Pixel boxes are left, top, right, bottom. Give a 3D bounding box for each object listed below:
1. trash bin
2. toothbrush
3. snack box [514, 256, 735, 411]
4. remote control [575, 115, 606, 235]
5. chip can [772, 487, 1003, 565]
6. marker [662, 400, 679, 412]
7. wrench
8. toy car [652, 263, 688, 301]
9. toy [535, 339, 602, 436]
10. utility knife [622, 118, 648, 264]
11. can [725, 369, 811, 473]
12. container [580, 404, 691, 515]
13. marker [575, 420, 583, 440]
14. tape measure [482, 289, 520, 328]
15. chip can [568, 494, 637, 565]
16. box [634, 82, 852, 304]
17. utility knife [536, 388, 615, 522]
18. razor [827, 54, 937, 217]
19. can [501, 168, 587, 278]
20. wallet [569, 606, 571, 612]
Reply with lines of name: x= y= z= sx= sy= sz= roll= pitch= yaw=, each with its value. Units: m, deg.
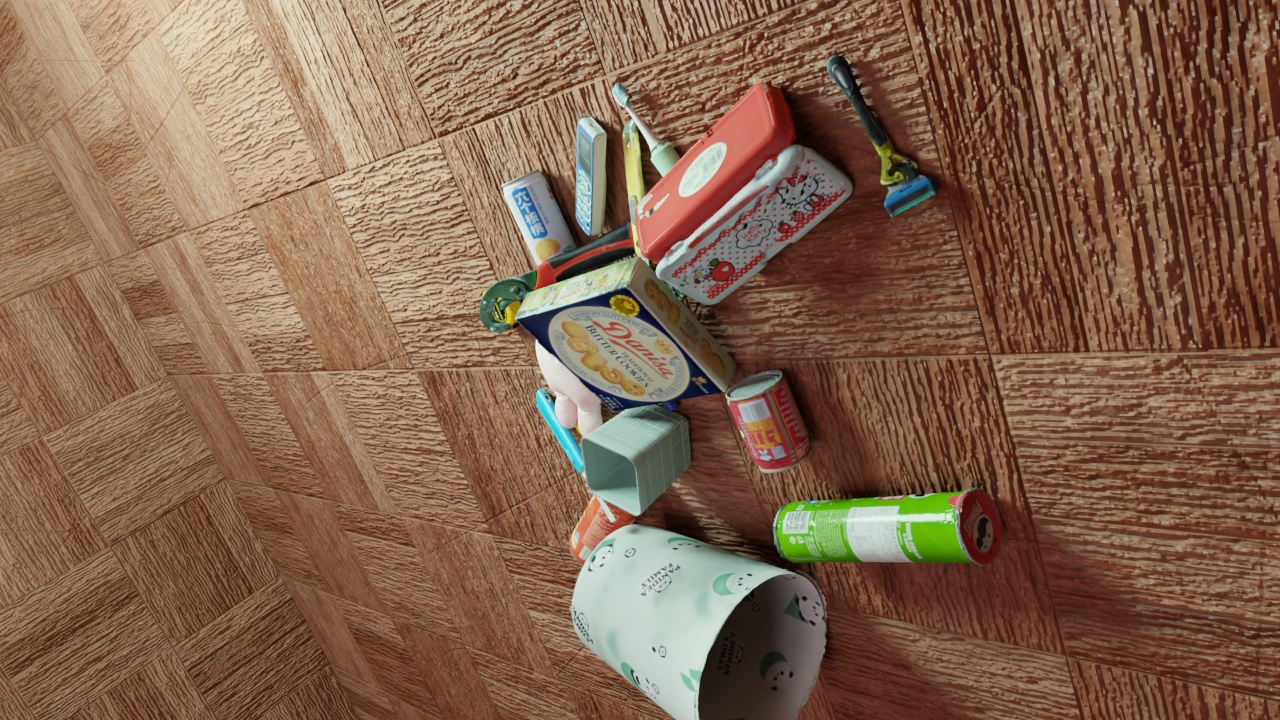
trash bin: x=0.062 y=0.329 z=1.142 sx=0.252 sy=0.228 sz=0.230 roll=15 pitch=127 yaw=47
toothbrush: x=0.039 y=-0.187 z=0.930 sx=0.224 sy=0.026 sz=0.027 roll=55 pitch=164 yaw=1
snack box: x=-0.018 y=-0.022 z=1.025 sx=0.183 sy=0.045 sz=0.178 roll=-13 pitch=133 yaw=43
remote control: x=-0.054 y=-0.201 z=1.009 sx=0.049 sy=0.024 sz=0.125 roll=-125 pitch=29 yaw=-45
chip can: x=0.245 y=0.173 z=0.944 sx=0.237 sy=0.072 sz=0.072 roll=-15 pitch=106 yaw=50
marker: x=-0.007 y=0.007 z=1.128 sx=0.146 sy=0.016 sz=0.017 roll=47 pitch=141 yaw=10
wrench: x=-0.087 y=-0.102 z=1.060 sx=0.274 sy=0.016 sz=0.056 roll=-25 pitch=99 yaw=30
toy car: x=0.041 y=-0.114 z=0.975 sx=0.048 sy=0.032 sz=0.105 roll=34 pitch=137 yaw=34
toy: x=-0.090 y=0.026 z=1.198 sx=0.121 sy=0.054 sz=0.160 roll=25 pitch=131 yaw=42
utility knife: x=0.000 y=-0.156 z=0.981 sx=0.031 sy=0.021 sz=0.202 roll=22 pitch=127 yaw=57
can: x=0.138 y=0.066 z=0.980 sx=0.067 sy=0.066 sz=0.094 roll=-9 pitch=111 yaw=49
container: x=-0.001 y=0.113 z=1.124 sx=0.090 sy=0.111 sz=0.090 roll=21 pitch=132 yaw=36
marker: x=-0.070 y=0.124 z=1.280 sx=0.015 sy=0.018 sz=0.124 roll=12 pitch=126 yaw=47
tape measure: x=-0.184 y=-0.072 z=1.245 sx=0.057 sy=0.028 sz=0.060 roll=-2 pitch=116 yaw=48
chip can: x=-0.041 y=0.213 z=1.272 sx=0.073 sy=0.073 sz=0.217 roll=43 pitch=140 yaw=15
box: x=0.092 y=-0.149 z=0.870 sx=0.202 sy=0.100 sz=0.110 roll=-39 pitch=46 yaw=38
utility knife: x=-0.087 y=0.129 z=1.238 sx=0.234 sy=0.018 sz=0.034 roll=54 pitch=147 yaw=35
razor: x=0.195 y=-0.191 z=0.767 sx=0.043 sy=0.022 sz=0.142 roll=-29 pitch=92 yaw=25
can: x=-0.114 y=-0.156 z=1.090 sx=0.053 sy=0.053 sz=0.134 roll=-9 pitch=110 yaw=49
wallet: x=-0.039 y=0.296 z=1.284 sx=0.037 sy=0.129 sz=0.107 roll=45 pitch=141 yaw=5
